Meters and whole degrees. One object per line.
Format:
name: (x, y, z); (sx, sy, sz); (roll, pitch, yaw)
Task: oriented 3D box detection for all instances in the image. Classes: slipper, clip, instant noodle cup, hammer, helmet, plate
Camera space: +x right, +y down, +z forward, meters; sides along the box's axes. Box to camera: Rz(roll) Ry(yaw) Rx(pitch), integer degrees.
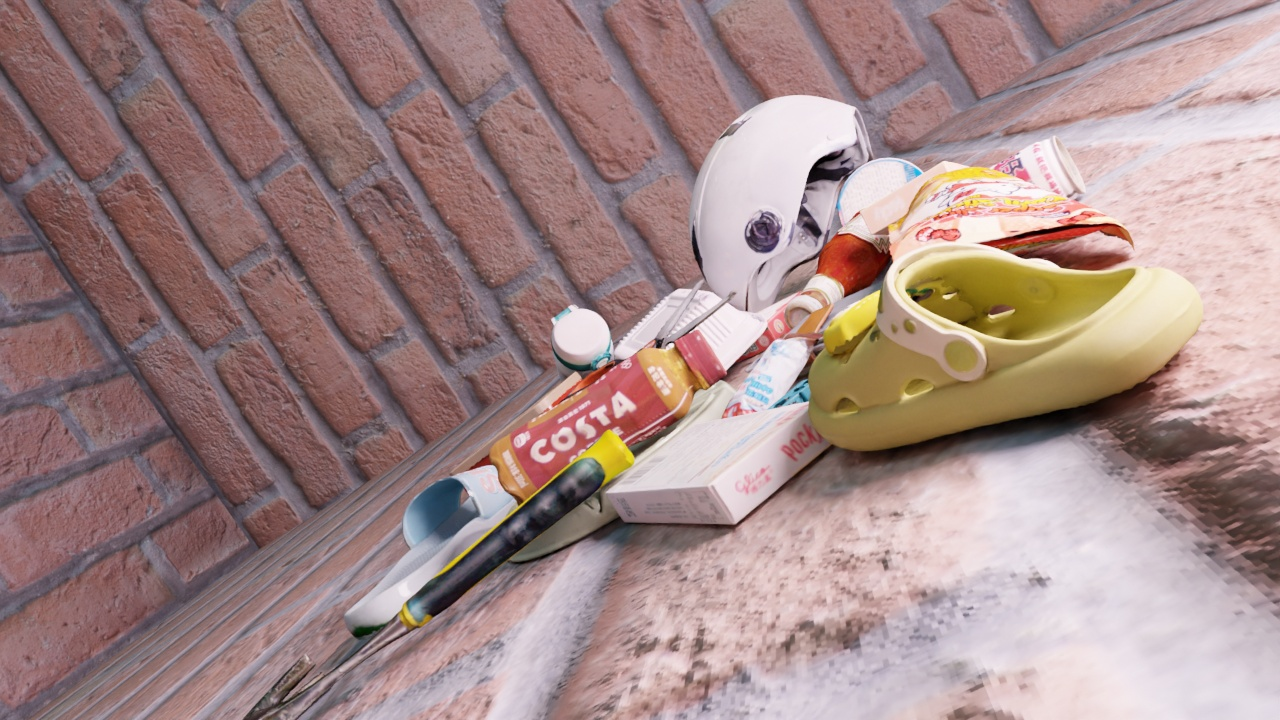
slipper: (-0.168, 0.144, 0.786); (0.104, 0.074, 0.244); (-30, 7, 33)
clip: (0.100, 0.028, 0.601); (0.056, 0.014, 0.046); (-34, 7, -27)
instant noodle cup: (0.264, -0.165, 1.001); (0.099, 0.099, 0.109); (-31, -1, 13)
hammer: (-0.138, 0.155, 0.605); (0.323, 0.032, 0.126); (-38, 5, -4)
slipper: (0.144, -0.017, 0.411); (0.091, 0.081, 0.191); (-33, 7, -31)
helmet: (0.135, -0.179, 1.016); (0.259, 0.146, 0.228); (-62, -16, 19)
plate: (-0.018, 0.081, 0.731); (0.230, 0.027, 0.230); (-32, 5, 3)
instant noodle cup: (0.036, -0.016, 0.911); (0.138, 0.060, 0.173); (-45, 13, -6)

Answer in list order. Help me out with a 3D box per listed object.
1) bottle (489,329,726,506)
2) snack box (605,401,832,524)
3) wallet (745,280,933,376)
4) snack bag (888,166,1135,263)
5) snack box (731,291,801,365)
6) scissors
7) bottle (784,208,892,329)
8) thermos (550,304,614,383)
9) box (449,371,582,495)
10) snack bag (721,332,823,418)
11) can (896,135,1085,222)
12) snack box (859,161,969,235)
bottle: (-0.022, 0.040, 0.656); (0.175, 0.057, 0.057); (-33, 5, 5)
snack box: (0.043, 0.063, 0.546); (0.084, 0.027, 0.157); (-35, 6, -23)
wallet: (0.148, -0.027, 0.693); (0.106, 0.037, 0.130); (-36, 6, -35)
snack bag: (0.222, -0.085, 0.594); (0.129, 0.073, 0.207); (-3, 12, 13)
snack box: (0.099, -0.019, 0.952); (0.156, 0.027, 0.076); (-27, 8, 47)
scissors: (-0.005, 0.005, 0.798); (0.231, 0.021, 0.220); (-34, 18, 36)
bottle: (0.191, -0.084, 0.860); (0.060, 0.060, 0.205); (-27, 11, 44)
thermos: (-0.059, 0.008, 1.029); (0.073, 0.073, 0.224); (-34, -15, -10)
box: (-0.110, 0.093, 0.958); (0.169, 0.077, 0.091); (-36, 4, 33)
snack bag: (0.088, 0.016, 0.636); (0.104, 0.026, 0.048); (-52, 23, -20)
can: (0.273, -0.120, 0.722); (0.133, 0.053, 0.053); (-29, 7, 34)
snack box: (0.270, -0.142, 0.827); (0.085, 0.026, 0.157); (-29, -13, 36)
